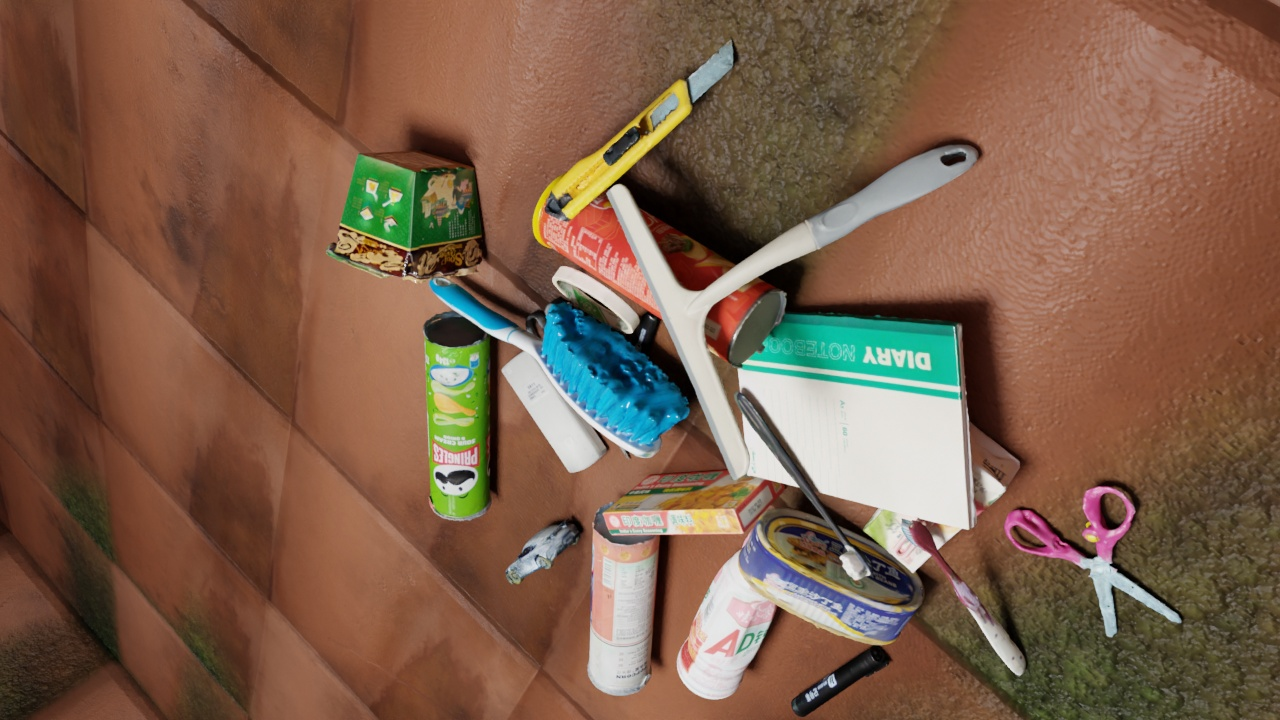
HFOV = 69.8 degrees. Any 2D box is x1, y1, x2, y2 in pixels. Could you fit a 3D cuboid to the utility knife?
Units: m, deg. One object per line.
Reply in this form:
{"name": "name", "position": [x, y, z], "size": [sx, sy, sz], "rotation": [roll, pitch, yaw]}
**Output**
{"name": "utility knife", "position": [-0.004, -0.172, 0.701], "size": [0.197, 0.015, 0.033], "rotation": [-38, 72, 22]}

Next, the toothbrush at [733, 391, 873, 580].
{"name": "toothbrush", "position": [0.126, 0.098, 0.739], "size": [0.181, 0.018, 0.016], "rotation": [56, 148, 20]}

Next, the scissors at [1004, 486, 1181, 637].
{"name": "scissors", "position": [0.322, 0.146, 0.663], "size": [0.124, 0.017, 0.133], "rotation": [-2, 116, 38]}

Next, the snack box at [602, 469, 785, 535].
{"name": "snack box", "position": [0.046, 0.129, 0.833], "size": [0.156, 0.076, 0.027], "rotation": [-11, 105, 42]}

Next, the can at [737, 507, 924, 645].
{"name": "can", "position": [0.157, 0.178, 0.762], "size": [0.148, 0.074, 0.049], "rotation": [24, 126, 6]}

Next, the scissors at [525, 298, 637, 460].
{"name": "scissors", "position": [-0.059, 0.022, 0.909], "size": [0.141, 0.014, 0.174], "rotation": [16, 125, 31]}

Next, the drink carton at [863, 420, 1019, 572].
{"name": "drink carton", "position": [0.225, 0.106, 0.697], "size": [0.053, 0.045, 0.123], "rotation": [41, 133, 14]}

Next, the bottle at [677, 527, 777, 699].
{"name": "bottle", "position": [0.092, 0.238, 0.869], "size": [0.068, 0.068, 0.197], "rotation": [33, 126, 21]}

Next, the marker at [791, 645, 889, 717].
{"name": "marker", "position": [0.185, 0.301, 0.859], "size": [0.022, 0.020, 0.132], "rotation": [25, 133, -11]}

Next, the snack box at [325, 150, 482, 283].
{"name": "snack box", "position": [-0.221, -0.145, 0.887], "size": [0.118, 0.118, 0.106], "rotation": [21, 113, 29]}

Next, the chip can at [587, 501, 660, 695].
{"name": "chip can", "position": [-0.018, 0.250, 0.958], "size": [0.071, 0.071, 0.215], "rotation": [22, 126, 29]}

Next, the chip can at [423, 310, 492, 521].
{"name": "chip can", "position": [-0.199, 0.065, 1.002], "size": [0.072, 0.072, 0.236], "rotation": [25, 127, 27]}

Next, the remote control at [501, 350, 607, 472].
{"name": "remote control", "position": [-0.088, 0.051, 0.940], "size": [0.056, 0.019, 0.135], "rotation": [-34, 90, 45]}

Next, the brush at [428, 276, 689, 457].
{"name": "brush", "position": [-0.091, -0.017, 0.862], "size": [0.314, 0.060, 0.110], "rotation": [41, 141, 18]}

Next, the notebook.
{"name": "notebook", "position": [0.155, 0.037, 0.703], "size": [0.209, 0.012, 0.150], "rotation": [8, 111, 49]}

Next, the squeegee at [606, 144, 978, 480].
{"name": "squeegee", "position": [0.112, -0.080, 0.626], "size": [0.247, 0.039, 0.246], "rotation": [-29, 73, 21]}

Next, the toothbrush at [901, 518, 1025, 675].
{"name": "toothbrush", "position": [0.250, 0.184, 0.705], "size": [0.187, 0.016, 0.017], "rotation": [50, 162, -22]}

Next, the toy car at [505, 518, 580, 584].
{"name": "toy car", "position": [-0.113, 0.214, 1.027], "size": [0.037, 0.054, 0.121], "rotation": [50, 136, 2]}

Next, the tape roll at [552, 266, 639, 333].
{"name": "tape roll", "position": [-0.039, -0.053, 0.810], "size": [0.086, 0.014, 0.086], "rotation": [33, 170, 6]}

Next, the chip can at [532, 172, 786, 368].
{"name": "chip can", "position": [0.011, -0.077, 0.738], "size": [0.217, 0.073, 0.073], "rotation": [35, 131, 27]}

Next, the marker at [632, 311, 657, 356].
{"name": "marker", "position": [-0.005, 0.005, 0.849], "size": [0.018, 0.015, 0.124], "rotation": [34, 131, 19]}
